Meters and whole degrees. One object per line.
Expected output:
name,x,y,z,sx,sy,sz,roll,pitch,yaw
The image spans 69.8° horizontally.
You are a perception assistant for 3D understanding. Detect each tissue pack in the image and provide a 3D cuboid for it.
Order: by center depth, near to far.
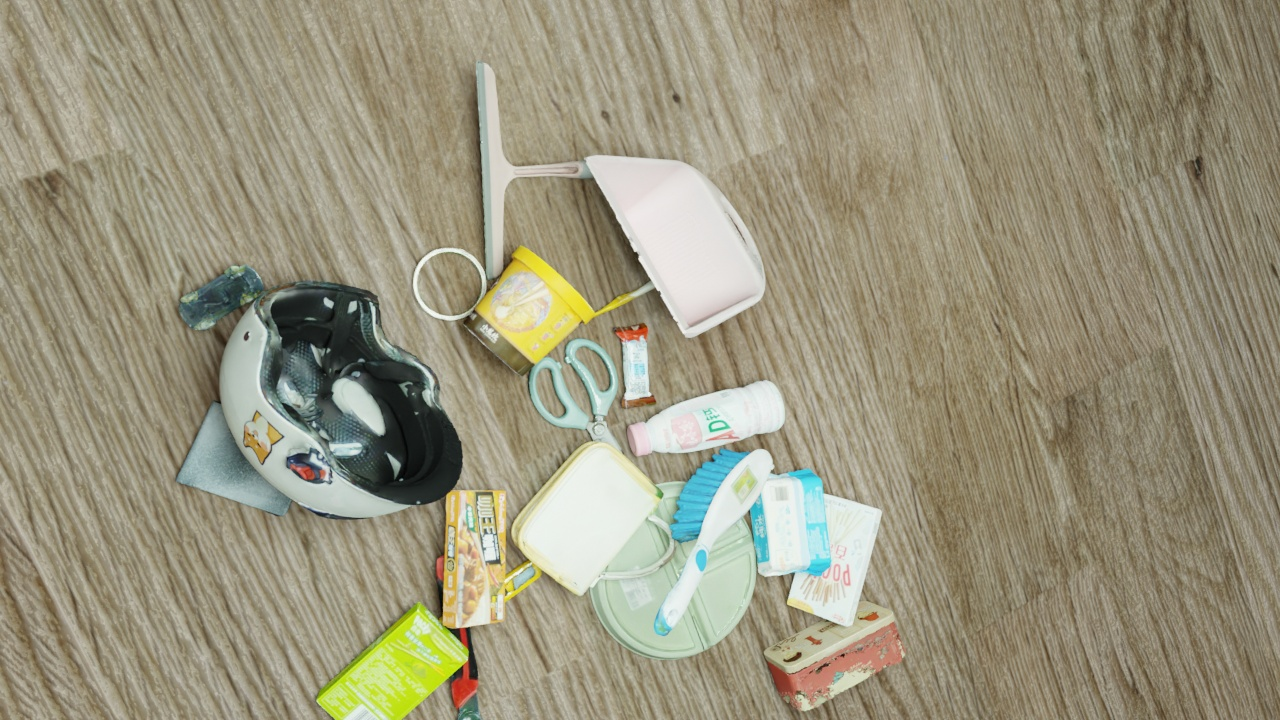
tissue pack,0.191,0.211,1.188,0.090,0.063,0.140,-1,75,-17

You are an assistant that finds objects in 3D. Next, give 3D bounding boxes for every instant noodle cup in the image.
instant noodle cup,-0.133,-0.053,1.067,0.118,0.118,0.114,43,86,-14

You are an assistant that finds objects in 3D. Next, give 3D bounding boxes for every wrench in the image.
wrench,-0.214,0.360,1.081,0.056,0.016,0.273,-3,97,-17

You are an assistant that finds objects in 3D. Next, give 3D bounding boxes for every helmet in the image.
helmet,-0.331,0.059,0.965,0.157,0.229,0.274,-31,98,23

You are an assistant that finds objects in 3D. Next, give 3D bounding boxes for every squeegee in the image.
squeegee,-0.078,-0.231,1.119,0.249,0.040,0.248,-7,107,-23

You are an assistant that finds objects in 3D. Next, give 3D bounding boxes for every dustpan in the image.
dustpan,0.062,-0.151,1.069,0.139,0.273,0.222,-30,88,4

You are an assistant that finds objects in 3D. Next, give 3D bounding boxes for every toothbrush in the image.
toothbrush,-0.022,-0.080,1.150,0.191,0.016,0.018,-27,90,-15

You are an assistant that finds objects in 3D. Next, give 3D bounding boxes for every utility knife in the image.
utility knife,-0.167,0.275,1.107,0.195,0.015,0.033,-34,103,-14

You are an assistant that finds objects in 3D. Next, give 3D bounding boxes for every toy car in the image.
toy car,-0.457,-0.069,1.002,0.090,0.034,0.043,-36,103,-12

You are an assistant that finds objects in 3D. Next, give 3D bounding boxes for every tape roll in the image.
tape roll,-0.226,-0.090,1.086,0.085,0.014,0.086,0,90,-18

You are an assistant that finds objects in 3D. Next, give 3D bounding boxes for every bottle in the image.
bottle,0.081,0.077,1.160,0.196,0.068,0.068,-13,94,-13

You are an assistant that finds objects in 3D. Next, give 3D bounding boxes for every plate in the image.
plate,0.047,0.270,1.170,0.230,0.027,0.230,0,90,-17

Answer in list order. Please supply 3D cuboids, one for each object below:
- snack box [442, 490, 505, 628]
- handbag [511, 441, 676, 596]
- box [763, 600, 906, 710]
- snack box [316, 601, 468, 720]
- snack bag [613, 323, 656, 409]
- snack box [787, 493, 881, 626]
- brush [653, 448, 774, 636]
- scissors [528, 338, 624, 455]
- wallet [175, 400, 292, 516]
snack box,-0.191,0.228,1.064,0.075,0.026,0.153,9,78,-51
handbag,-0.046,0.204,1.109,0.178,0.063,0.163,43,78,-12
box,0.258,0.393,1.204,0.168,0.091,0.080,-22,94,-16
snack box,-0.282,0.360,1.049,0.156,0.026,0.086,-42,101,0
snack bag,-0.007,0.007,1.149,0.048,0.026,0.104,-8,93,-20
snack box,0.256,0.260,1.209,0.027,0.085,0.156,25,81,-57
brush,0.071,0.202,1.071,0.313,0.110,0.060,-45,109,-39
scissors,-0.050,0.048,1.142,0.185,0.019,0.132,44,78,-15
wallet,-0.435,0.110,1.020,0.120,0.019,0.097,24,85,-18
